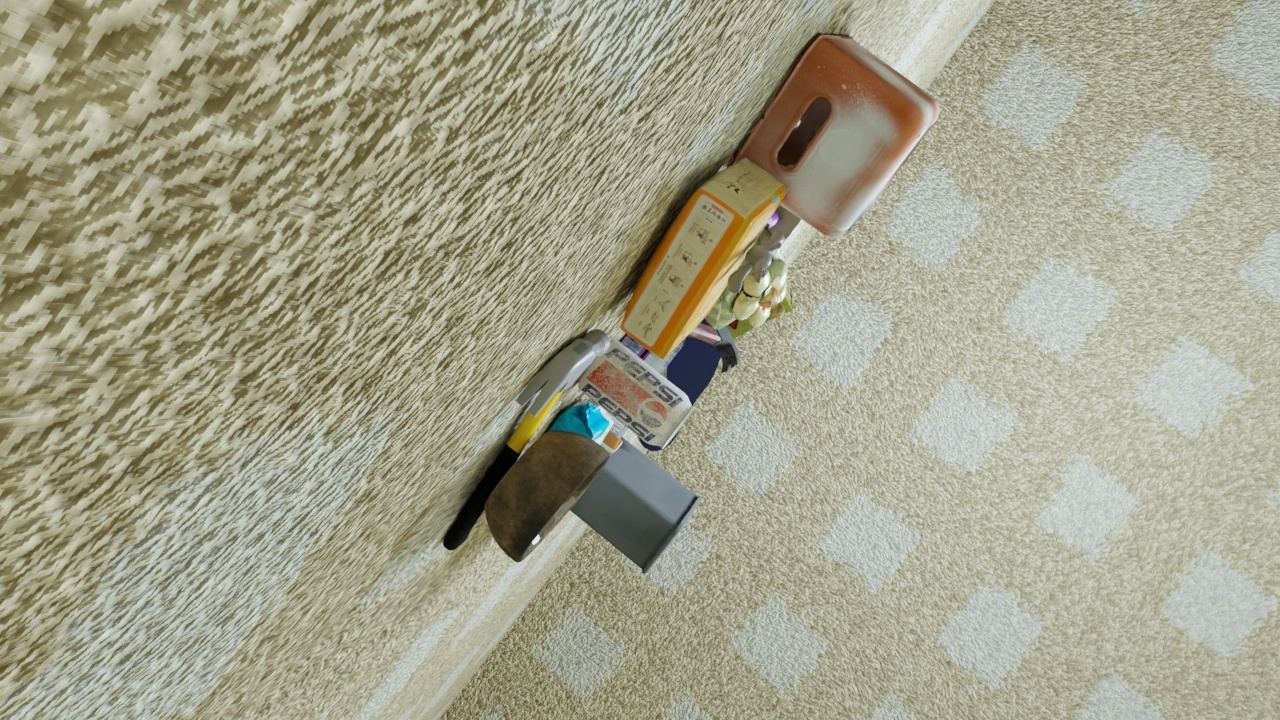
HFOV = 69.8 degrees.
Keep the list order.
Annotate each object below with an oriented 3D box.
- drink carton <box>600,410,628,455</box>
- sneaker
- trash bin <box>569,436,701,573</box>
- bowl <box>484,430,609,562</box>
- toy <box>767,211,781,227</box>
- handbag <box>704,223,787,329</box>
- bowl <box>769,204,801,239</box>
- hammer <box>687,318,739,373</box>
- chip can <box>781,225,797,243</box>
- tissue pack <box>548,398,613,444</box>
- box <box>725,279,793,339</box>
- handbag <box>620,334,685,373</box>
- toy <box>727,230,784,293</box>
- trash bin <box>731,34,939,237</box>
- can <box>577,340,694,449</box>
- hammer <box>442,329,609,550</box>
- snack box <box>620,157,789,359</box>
[{"bbox_3d":[-0.044,0.083,1.372,0.049,0.076,0.124,-57,175,37],"label":"drink carton"},{"bbox_3d":[0.046,0.018,1.469,0.233,0.091,0.118,-68,-156,15],"label":"sneaker"},{"bbox_3d":[-0.032,0.199,1.411,0.098,0.220,0.191,-54,173,14],"label":"trash bin"},{"bbox_3d":[-0.112,0.146,1.046,0.162,0.070,0.162,-49,174,-8],"label":"bowl"},{"bbox_3d":[0.136,-0.182,1.257,0.106,0.056,0.087,-15,-153,48],"label":"toy"},{"bbox_3d":[0.136,-0.095,1.191,0.113,0.117,0.186,-44,167,-9],"label":"handbag"},{"bbox_3d":[0.209,-0.248,1.314,0.152,0.050,0.152,-63,-172,16],"label":"bowl"},{"bbox_3d":[0.063,-0.045,1.231,0.028,0.111,0.300,-31,162,19],"label":"hammer"},{"bbox_3d":[0.173,-0.185,1.406,0.080,0.080,0.228,-57,171,35],"label":"chip can"},{"bbox_3d":[-0.112,0.137,1.245,0.209,0.066,0.117,-55,173,10],"label":"tissue pack"},{"bbox_3d":[0.180,-0.109,1.493,0.124,0.082,0.220,-27,-173,16],"label":"box"},{"bbox_3d":[-0.008,0.008,1.304,0.144,0.068,0.170,-50,179,-25],"label":"handbag"},{"bbox_3d":[0.130,-0.112,1.006,0.049,0.030,0.111,-23,-162,37],"label":"toy"},{"bbox_3d":[0.243,-0.268,1.100,0.182,0.157,0.259,-56,171,27],"label":"trash bin"},{"bbox_3d":[-0.006,0.042,1.142,0.078,0.136,0.078,-51,173,-9],"label":"can"},{"bbox_3d":[-0.144,0.103,1.023,0.324,0.029,0.126,-55,172,28],"label":"hammer"},{"bbox_3d":[0.065,-0.118,1.017,0.196,0.080,0.144,-58,172,34],"label":"snack box"}]
